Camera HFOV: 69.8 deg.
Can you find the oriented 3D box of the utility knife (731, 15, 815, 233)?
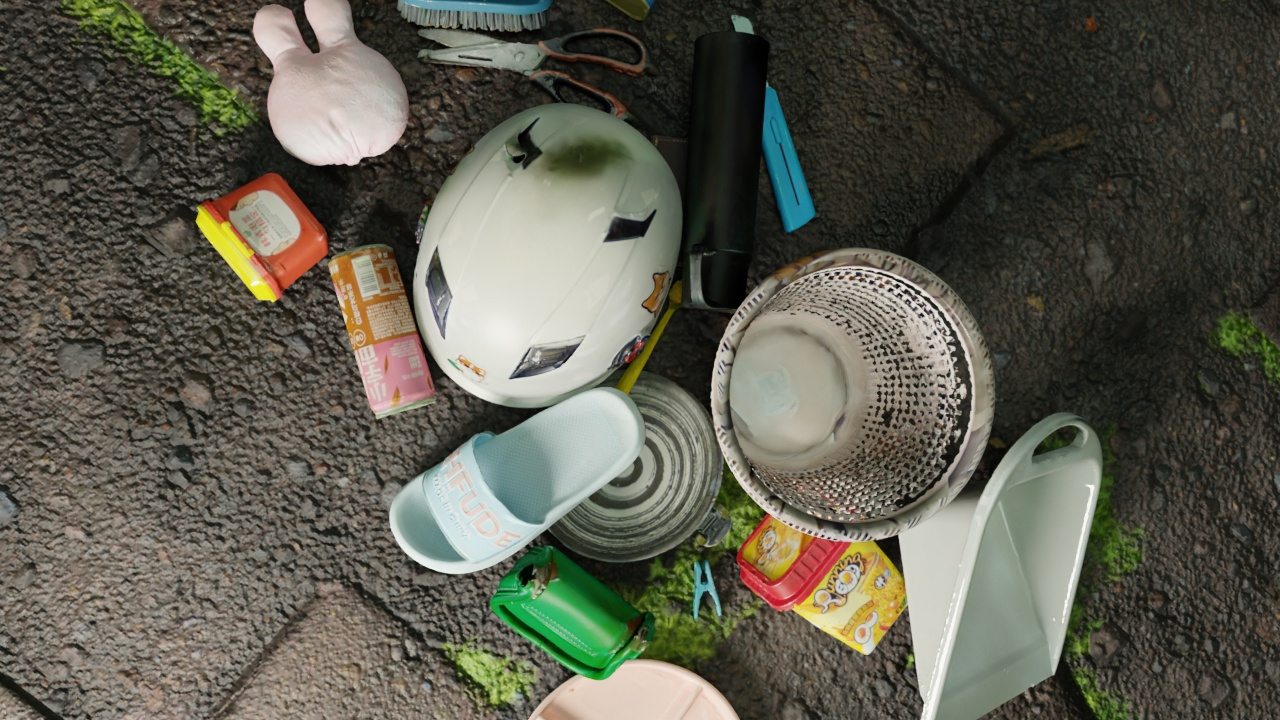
[{"bbox_3d":[0.124,-0.230,0.884,0.034,0.018,0.216,-17,90,-7],"label":"utility knife"}]

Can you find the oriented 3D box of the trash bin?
[{"bbox_3d":[0.153,0.028,0.793,0.227,0.192,0.227,0,89,-8],"label":"trash bin"}]

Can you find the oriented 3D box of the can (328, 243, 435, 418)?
[{"bbox_3d":[-0.228,-0.026,0.813,0.058,0.058,0.147,-16,91,-8],"label":"can"}]

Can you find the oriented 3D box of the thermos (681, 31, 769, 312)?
[{"bbox_3d":[0.072,-0.166,0.819,0.068,0.090,0.242,4,90,17],"label":"thermos"}]

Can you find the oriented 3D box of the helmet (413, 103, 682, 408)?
[{"bbox_3d":[-0.077,-0.098,0.770,0.230,0.157,0.273,33,81,0],"label":"helmet"}]

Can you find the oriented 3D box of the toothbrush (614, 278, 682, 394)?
[{"bbox_3d":[-0.005,0.005,0.844,0.016,0.016,0.190,27,77,18],"label":"toothbrush"}]

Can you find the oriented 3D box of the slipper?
[{"bbox_3d":[-0.109,0.103,0.791,0.245,0.074,0.104,-30,75,7],"label":"slipper"}]

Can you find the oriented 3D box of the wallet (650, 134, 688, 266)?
[{"bbox_3d":[0.050,-0.148,0.872,0.096,0.020,0.122,7,89,-4],"label":"wallet"}]

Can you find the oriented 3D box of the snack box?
[{"bbox_3d":[-0.322,-0.109,0.793,0.080,0.082,0.091,-40,95,-17],"label":"snack box"}]

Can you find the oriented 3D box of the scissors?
[{"bbox_3d":[-0.095,-0.268,0.856,0.202,0.015,0.204,-34,94,-7],"label":"scissors"}]

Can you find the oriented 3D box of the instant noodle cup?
[{"bbox_3d":[0.173,0.194,0.841,0.123,0.116,0.116,42,83,-17],"label":"instant noodle cup"}]

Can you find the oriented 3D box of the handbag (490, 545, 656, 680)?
[{"bbox_3d":[-0.059,0.218,0.797,0.131,0.120,0.067,36,64,-3],"label":"handbag"}]

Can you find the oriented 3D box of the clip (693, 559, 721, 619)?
[{"bbox_3d":[0.061,0.216,0.869,0.038,0.013,0.055,-5,91,-8],"label":"clip"}]

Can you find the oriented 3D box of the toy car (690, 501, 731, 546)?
[{"bbox_3d":[0.044,0.134,0.857,0.090,0.035,0.042,42,85,-3],"label":"toy car"}]

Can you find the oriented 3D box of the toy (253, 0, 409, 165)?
[{"bbox_3d":[-0.276,-0.249,0.813,0.121,0.054,0.159,-20,86,-9],"label":"toy"}]

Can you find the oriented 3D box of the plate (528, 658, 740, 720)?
[{"bbox_3d":[-0.009,0.389,0.849,0.229,0.028,0.229,0,88,-8],"label":"plate"}]

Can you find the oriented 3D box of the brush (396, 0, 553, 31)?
[{"bbox_3d":[-0.148,-0.336,0.819,0.143,0.074,0.055,1,62,-9],"label":"brush"}]

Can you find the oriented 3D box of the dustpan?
[{"bbox_3d":[0.340,0.184,0.809,0.222,0.143,0.257,-7,82,-37],"label":"dustpan"}]

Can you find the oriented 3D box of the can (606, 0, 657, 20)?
[{"bbox_3d":[-0.013,-0.380,0.849,0.102,0.057,0.083,31,87,-5],"label":"can"}]

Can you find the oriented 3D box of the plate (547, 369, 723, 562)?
[{"bbox_3d":[-0.014,0.095,0.836,0.179,0.024,0.179,-3,70,8],"label":"plate"}]
